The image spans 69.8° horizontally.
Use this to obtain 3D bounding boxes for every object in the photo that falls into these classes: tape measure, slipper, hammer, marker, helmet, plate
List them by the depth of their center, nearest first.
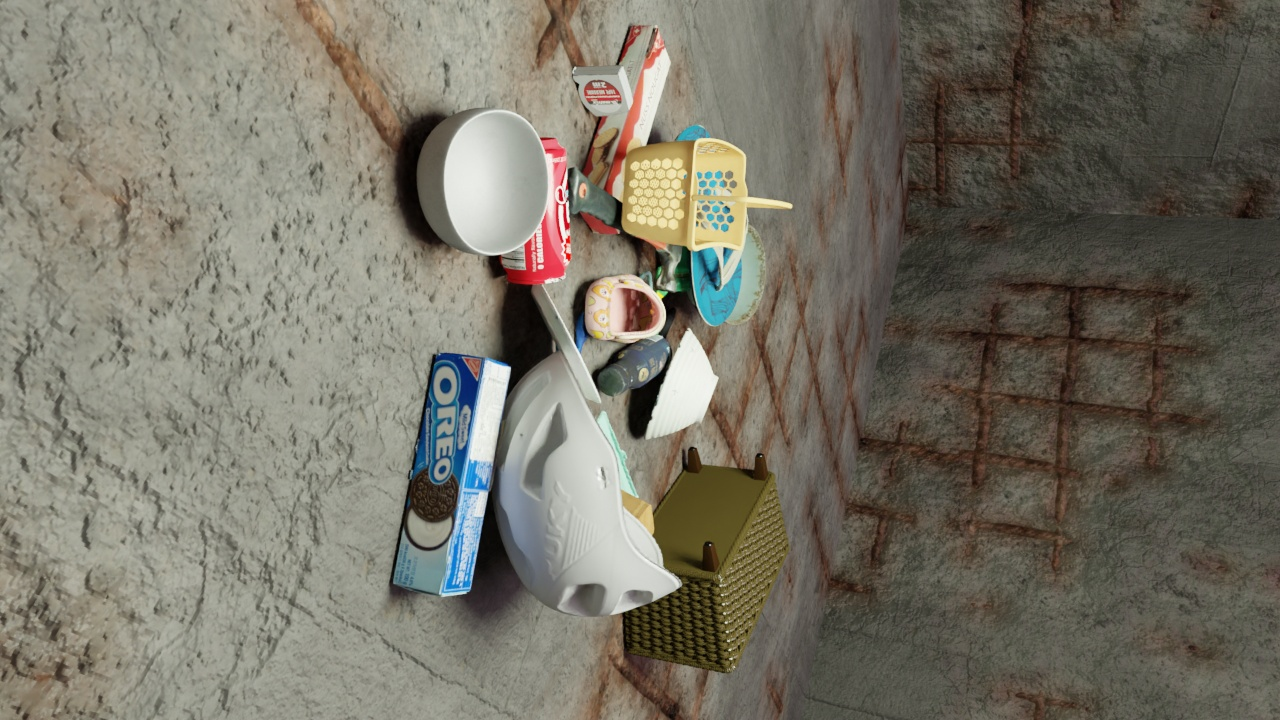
[{"bbox_3d":[-0.065,0.129,0.965,0.224,0.183,0.282,-147,-130,-71],"label":"helmet"},{"bbox_3d":[-0.084,-0.020,1.007,0.157,0.014,0.157,61,-6,10],"label":"plate"},{"bbox_3d":[-0.042,-0.319,1.080,0.062,0.060,0.020,66,38,-49],"label":"tape measure"},{"bbox_3d":[-0.014,-0.171,1.121,0.332,0.033,0.133,10,89,-68],"label":"hammer"},{"bbox_3d":[-0.008,-0.068,1.197,0.197,0.082,0.093,-2,96,-70],"label":"slipper"},{"bbox_3d":[0.110,-0.187,1.297,0.118,0.060,0.295,-42,128,-40],"label":"slipper"},{"bbox_3d":[0.030,-0.032,1.381,0.015,0.018,0.133,99,13,-52],"label":"marker"}]

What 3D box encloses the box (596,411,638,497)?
[{"bbox_3d":[-0.058,0.174,1.217,0.187,0.033,0.135,75,32,-42],"label":"box"}]

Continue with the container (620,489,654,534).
[{"bbox_3d":[-0.031,0.223,1.191,0.113,0.061,0.063,-46,138,-47],"label":"container"}]

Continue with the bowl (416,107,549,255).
[{"bbox_3d":[-0.152,-0.165,0.847,0.131,0.064,0.132,-19,115,-49],"label":"bowl"}]

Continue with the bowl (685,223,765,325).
[{"bbox_3d":[0.118,-0.137,1.443,0.159,0.094,0.160,-16,110,-50],"label":"bowl"}]

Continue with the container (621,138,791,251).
[{"bbox_3d":[0.085,-0.196,1.095,0.183,0.167,0.129,-14,110,-64],"label":"container"}]

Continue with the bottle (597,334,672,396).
[{"bbox_3d":[-0.007,0.007,1.256,0.160,0.056,0.056,-33,126,-61],"label":"bottle"}]

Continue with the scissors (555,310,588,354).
[{"bbox_3d":[-0.076,-0.001,1.147,0.103,0.015,0.134,-63,149,-43],"label":"scissors"}]

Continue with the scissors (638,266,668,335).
[{"bbox_3d":[0.013,-0.074,1.324,0.070,0.014,0.131,-14,125,-35],"label":"scissors"}]

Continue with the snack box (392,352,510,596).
[{"bbox_3d":[-0.179,0.108,0.881,0.059,0.059,0.226,26,73,-69],"label":"snack box"}]

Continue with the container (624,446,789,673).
[{"bbox_3d":[0.104,0.294,1.455,0.320,0.177,0.205,-47,134,-54],"label":"container"}]

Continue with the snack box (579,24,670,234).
[{"bbox_3d":[-0.018,-0.295,1.163,0.076,0.044,0.272,55,47,-59],"label":"snack box"}]

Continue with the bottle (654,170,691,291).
[{"bbox_3d":[0.054,-0.206,1.326,0.068,0.068,0.210,-31,125,-62],"label":"bottle"}]

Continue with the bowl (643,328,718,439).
[{"bbox_3d":[0.070,0.046,1.351,0.177,0.071,0.177,24,88,-85],"label":"bowl"}]

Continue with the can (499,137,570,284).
[{"bbox_3d":[-0.111,-0.155,0.945,0.074,0.074,0.142,-35,128,-60],"label":"can"}]
